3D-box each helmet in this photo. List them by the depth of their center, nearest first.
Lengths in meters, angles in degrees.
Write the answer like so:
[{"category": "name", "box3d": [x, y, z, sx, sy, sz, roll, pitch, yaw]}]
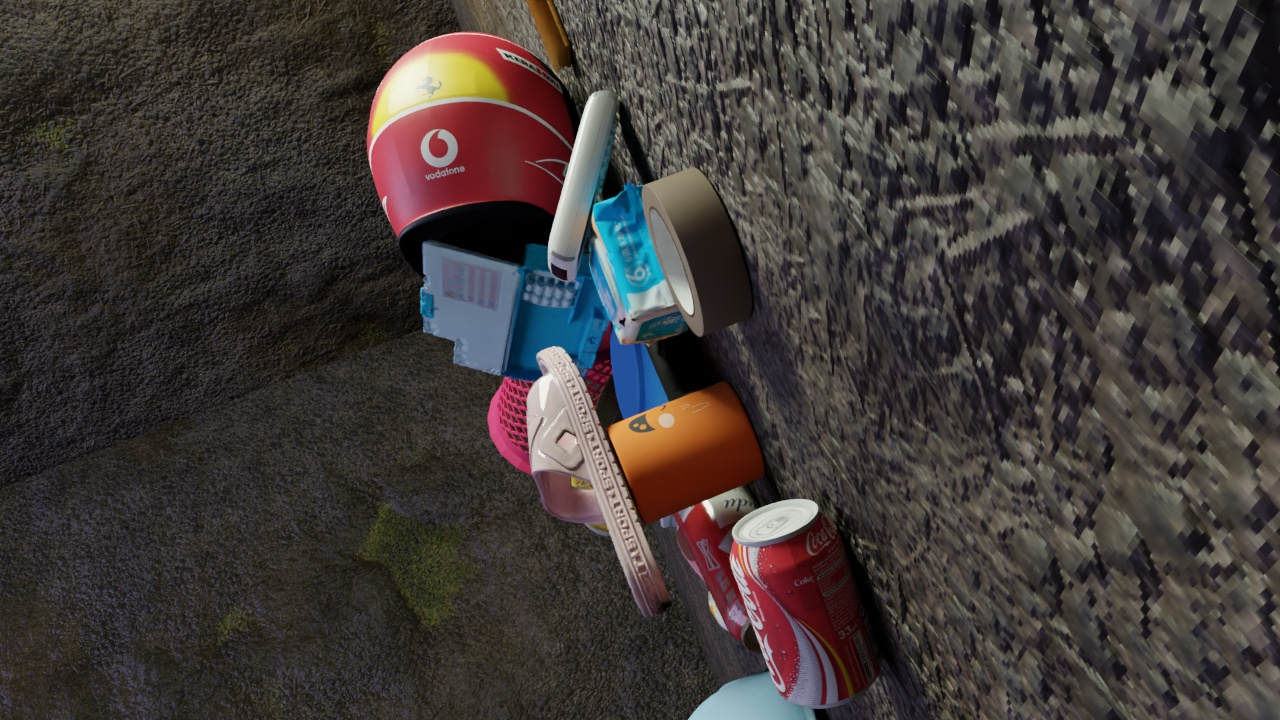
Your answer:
[{"category": "helmet", "box3d": [-0.146, -0.188, 0.886, 0.271, 0.198, 0.224, 58, -157, -64]}, {"category": "helmet", "box3d": [0.117, 0.427, 0.903, 0.266, 0.166, 0.225, 91, 169, -51]}]

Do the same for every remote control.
[{"category": "remote control", "box3d": [-0.042, -0.128, 0.679, 0.060, 0.025, 0.138, 116, 168, -80]}, {"category": "remote control", "box3d": [0.017, -0.027, 0.751, 0.020, 0.041, 0.151, 23, -141, -61]}]

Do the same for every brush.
[{"category": "brush", "box3d": [-0.093, -0.324, 0.818, 0.048, 0.017, 0.126, 114, 134, -82]}]

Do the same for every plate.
[{"category": "plate", "box3d": [-0.005, 0.005, 0.864, 0.224, 0.024, 0.224, 173, 91, -77]}]

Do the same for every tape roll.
[{"category": "tape roll", "box3d": [0.032, -0.062, 0.533, 0.094, 0.030, 0.093, 158, 91, -85]}]

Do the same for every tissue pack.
[{"category": "tissue pack", "box3d": [-0.001, -0.063, 0.678, 0.144, 0.061, 0.093, 105, 145, -80]}]

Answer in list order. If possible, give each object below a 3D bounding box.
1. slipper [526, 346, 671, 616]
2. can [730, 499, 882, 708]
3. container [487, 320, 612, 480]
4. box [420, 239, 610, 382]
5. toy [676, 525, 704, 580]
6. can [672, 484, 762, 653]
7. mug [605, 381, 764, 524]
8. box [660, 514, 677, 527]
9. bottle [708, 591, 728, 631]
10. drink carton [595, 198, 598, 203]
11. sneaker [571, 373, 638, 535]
[{"category": "slipper", "box3d": [-0.048, 0.087, 0.685, 0.094, 0.064, 0.239, 76, 169, -53]}, {"category": "can", "box3d": [0.093, 0.138, 0.523, 0.064, 0.064, 0.105, -139, 28, -79]}, {"category": "container", "box3d": [-0.087, 0.011, 1.124, 0.226, 0.183, 0.183, 107, 146, -50]}, {"category": "box", "box3d": [-0.124, -0.042, 0.896, 0.227, 0.182, 0.039, 116, 163, -61]}, {"category": "toy", "box3d": [0.081, 0.199, 0.927, 0.110, 0.051, 0.090, 58, 152, -12]}, {"category": "can", "box3d": [0.074, 0.148, 0.730, 0.170, 0.067, 0.067, -117, 8, -51]}, {"category": "mug", "box3d": [0.031, 0.069, 0.699, 0.112, 0.096, 0.077, 144, 105, -85]}, {"category": "box", "box3d": [0.049, 0.140, 0.973, 0.210, 0.066, 0.044, 86, -179, -71]}, {"category": "bottle", "box3d": [0.094, 0.210, 0.792, 0.109, 0.063, 0.063, 116, 133, -83]}, {"category": "drink carton", "box3d": [-0.067, -0.166, 1.041, 0.129, 0.044, 0.038, -128, 17, -77]}, {"category": "sneaker", "box3d": [-0.024, 0.120, 0.995, 0.237, 0.086, 0.122, -71, -9, -49]}]
